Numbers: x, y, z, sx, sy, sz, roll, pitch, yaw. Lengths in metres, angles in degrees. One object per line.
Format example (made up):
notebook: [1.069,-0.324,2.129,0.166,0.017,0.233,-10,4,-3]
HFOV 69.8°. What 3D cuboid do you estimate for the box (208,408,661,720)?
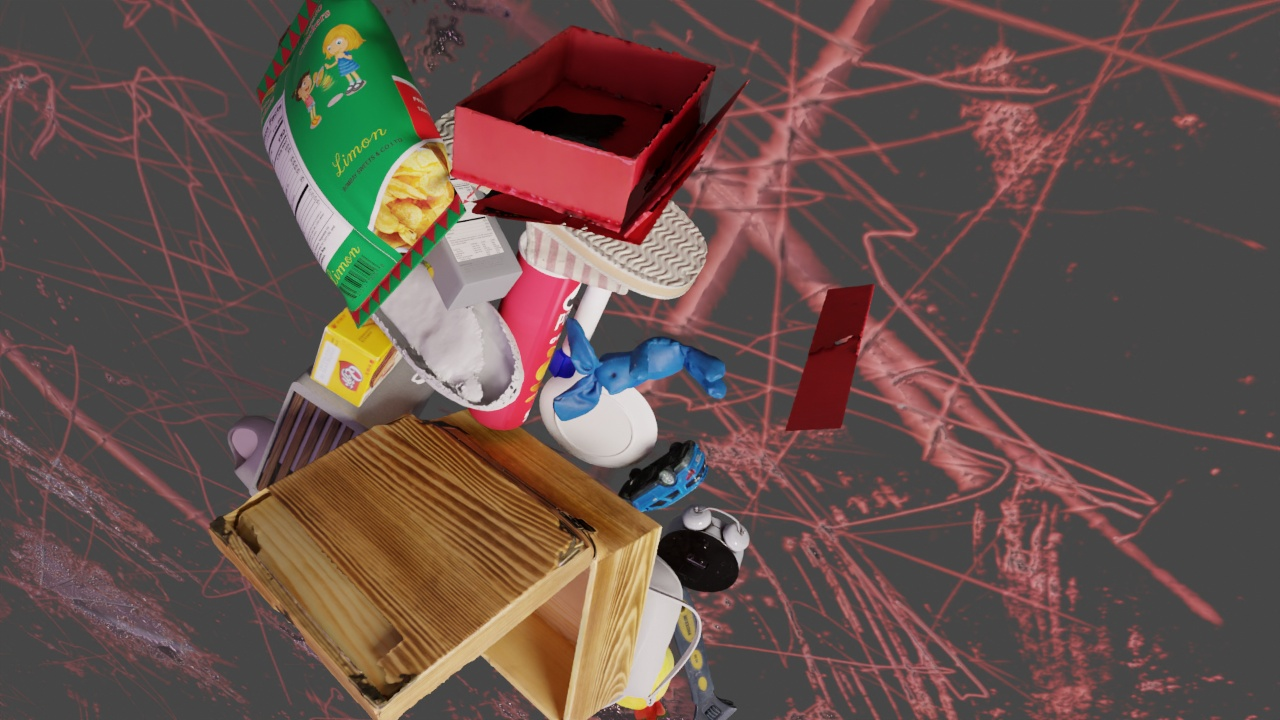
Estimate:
box: [-0.195,0.210,0.881,0.279,0.333,0.287,31,121,35]

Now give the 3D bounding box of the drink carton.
drink carton: [-0.166,-0.115,0.828,0.049,0.076,0.125,-42,72,50]

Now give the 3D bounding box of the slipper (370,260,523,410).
slipper: [-0.204,-0.039,0.887,0.247,0.074,0.112,40,100,21]

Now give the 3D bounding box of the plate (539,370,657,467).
plate: [-0.048,0.066,0.983,0.135,0.011,0.135,11,128,15]

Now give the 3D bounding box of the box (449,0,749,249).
box: [-0.017,-0.202,0.646,0.165,0.213,0.153,17,129,11]

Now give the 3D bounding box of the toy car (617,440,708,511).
toy car: [0.021,0.130,0.974,0.043,0.056,0.120,45,127,-14]

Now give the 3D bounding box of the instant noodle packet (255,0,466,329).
instant noodle packet: [-0.244,-0.181,0.771,0.196,0.090,0.252,-35,77,41]

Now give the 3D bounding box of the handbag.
handbag: [-0.046,0.310,1.037,0.216,0.095,0.223,29,111,35]

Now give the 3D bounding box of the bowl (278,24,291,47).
bowl: [-0.271,-0.262,0.827,0.114,0.026,0.102,-7,120,28]

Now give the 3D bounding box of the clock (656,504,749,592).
clock: [0.071,0.206,1.021,0.094,0.035,0.123,26,129,3]

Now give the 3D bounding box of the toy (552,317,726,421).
toy: [-0.005,0.005,0.878,0.176,0.070,0.113,-4,136,12]

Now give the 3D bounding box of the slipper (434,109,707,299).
slipper: [-0.067,-0.130,0.789,0.263,0.114,0.052,32,143,6]

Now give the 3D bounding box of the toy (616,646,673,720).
toy: [-0.030,0.350,1.137,0.207,0.092,0.134,52,140,-6]

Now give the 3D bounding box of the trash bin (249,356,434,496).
trash bin: [-0.343,0.089,1.055,0.114,0.114,0.230,35,130,-4]

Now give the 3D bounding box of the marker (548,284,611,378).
marker: [-0.057,-0.035,0.904,0.023,0.027,0.133,53,136,27]

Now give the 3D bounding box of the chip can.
chip can: [-0.115,-0.026,0.907,0.069,0.069,0.221,28,130,1]

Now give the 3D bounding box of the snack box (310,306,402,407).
snack box: [-0.283,-0.021,0.956,0.061,0.105,0.084,31,130,-4]

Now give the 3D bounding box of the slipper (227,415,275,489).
slipper: [-0.433,0.182,1.184,0.266,0.080,0.113,42,132,-10]

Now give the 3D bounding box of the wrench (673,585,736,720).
wrench: [0.071,0.391,1.148,0.073,0.022,0.274,-21,117,-14]
